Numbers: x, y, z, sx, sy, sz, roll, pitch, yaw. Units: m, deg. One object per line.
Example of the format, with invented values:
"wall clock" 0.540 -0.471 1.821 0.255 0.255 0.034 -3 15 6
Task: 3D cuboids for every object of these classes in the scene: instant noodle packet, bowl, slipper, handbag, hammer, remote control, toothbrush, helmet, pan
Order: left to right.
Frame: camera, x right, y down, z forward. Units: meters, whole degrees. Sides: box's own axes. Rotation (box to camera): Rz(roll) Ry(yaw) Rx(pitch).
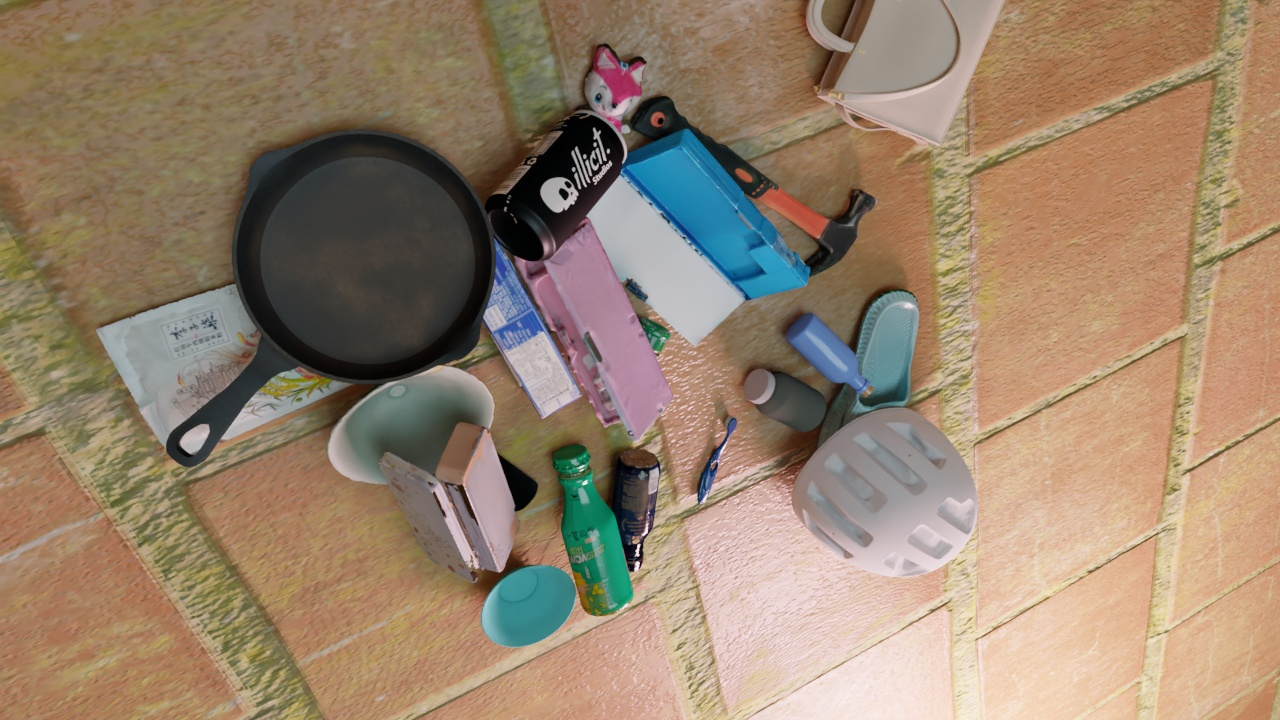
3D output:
"instant noodle packet" -0.346 -0.013 0.876 0.269 0.057 0.147 -23 115 -13
"pan" -0.292 -0.045 0.836 0.248 0.043 0.355 43 83 -10
"bowl" -0.241 0.049 0.945 0.174 0.068 0.174 -20 143 -16
"remote control" -0.177 0.126 1.053 0.045 0.021 0.140 -47 124 -1
"bowl" -0.145 0.291 1.135 0.121 0.046 0.121 -11 119 -22
"toothbrush" 0.098 0.130 1.199 0.021 0.016 0.132 8 113 -29
"hammer" 0.127 -0.201 1.039 0.333 0.033 0.133 26 102 -33
"slipper" 0.319 0.039 1.234 0.115 0.069 0.277 0 113 -30
"handbag" 0.268 -0.353 1.003 0.197 0.101 0.195 15 107 -19
"helmet" 0.336 0.180 1.251 0.282 0.184 0.224 40 96 -28

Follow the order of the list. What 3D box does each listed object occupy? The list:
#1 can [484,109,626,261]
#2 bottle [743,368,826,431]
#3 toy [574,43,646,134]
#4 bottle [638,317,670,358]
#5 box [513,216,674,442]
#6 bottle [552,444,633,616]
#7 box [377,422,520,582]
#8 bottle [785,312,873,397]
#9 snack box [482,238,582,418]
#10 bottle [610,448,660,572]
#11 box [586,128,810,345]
"can" -0.080 -0.169 0.887 0.145 0.080 0.080 -55 130 -27
"bottle" 0.184 0.049 1.173 0.108 0.060 0.060 25 101 -34
"toy" -0.027 -0.260 0.921 0.065 0.050 0.102 5 117 -34
"bottle" -0.006 0.006 1.066 0.042 0.042 0.110 18 105 -33
"box" -0.043 -0.025 0.967 0.099 0.098 0.233 -22 115 4
"bottle" -0.062 0.204 1.109 0.068 0.068 0.210 -19 109 -18
"box" -0.191 0.153 0.999 0.107 0.095 0.217 -43 150 -26
"bottle" 0.244 -0.001 1.159 0.131 0.048 0.048 42 92 -14
"snack box" -0.135 -0.043 0.966 0.059 0.059 0.226 -31 123 -7
"bottle" -0.010 0.190 1.147 0.056 0.056 0.161 -5 116 -25
"box" 0.056 -0.136 1.026 0.175 0.063 0.243 -30 130 25
